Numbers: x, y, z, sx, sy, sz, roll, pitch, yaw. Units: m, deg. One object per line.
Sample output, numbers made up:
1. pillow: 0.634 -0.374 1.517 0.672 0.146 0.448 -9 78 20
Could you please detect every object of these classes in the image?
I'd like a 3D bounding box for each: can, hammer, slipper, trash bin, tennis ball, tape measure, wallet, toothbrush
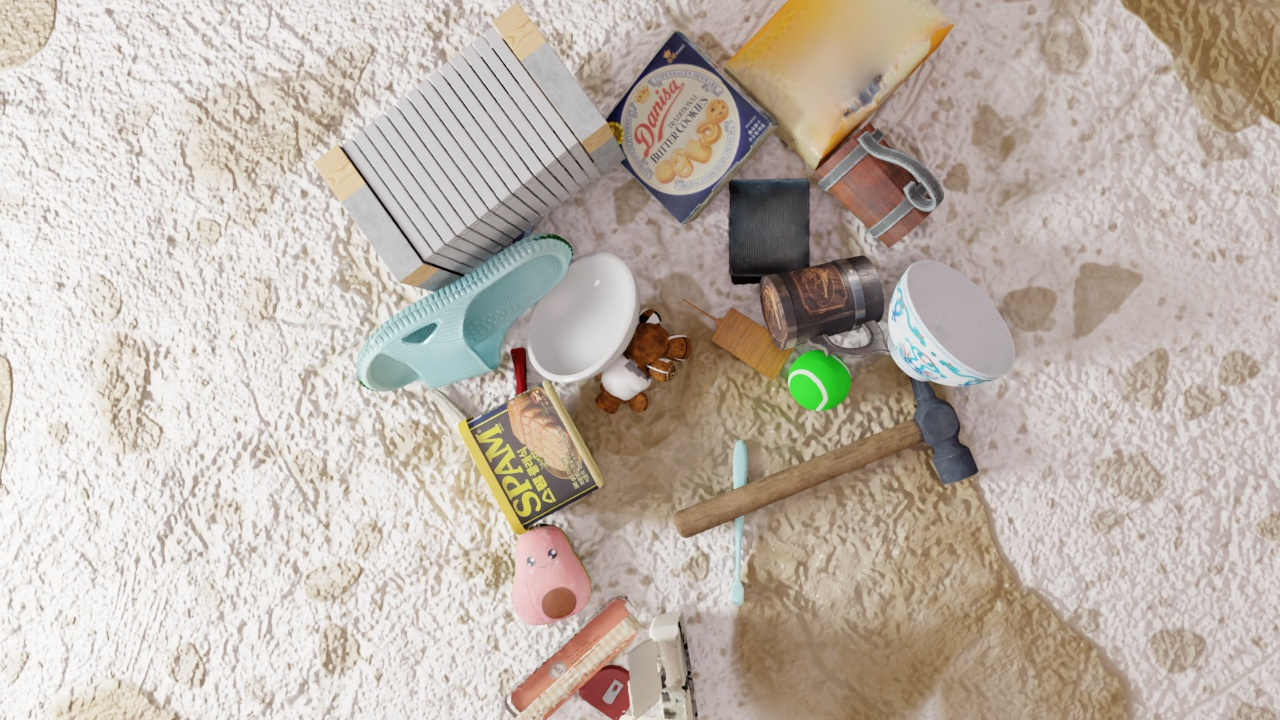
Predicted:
1. can: -0.115 0.101 0.985 0.104 0.075 0.135 -28 92 -1
2. hammer: 0.187 0.118 0.985 0.322 0.040 0.129 -22 84 2
3. slipper: -0.183 -0.037 0.976 0.276 0.116 0.069 -33 62 7
4. trash bin: -0.164 -0.201 0.926 0.247 0.142 0.142 -37 86 5
5. tennis ball: 0.190 0.021 0.977 0.065 0.065 0.065 0 90 4
6. tape measure: -0.035 0.363 1.017 0.059 0.019 0.051 33 93 4
7. wallet: 0.140 -0.142 1.001 0.089 0.026 0.115 -1 90 6
8. toothbrush: 0.108 0.178 1.009 0.016 0.016 0.180 1 89 6

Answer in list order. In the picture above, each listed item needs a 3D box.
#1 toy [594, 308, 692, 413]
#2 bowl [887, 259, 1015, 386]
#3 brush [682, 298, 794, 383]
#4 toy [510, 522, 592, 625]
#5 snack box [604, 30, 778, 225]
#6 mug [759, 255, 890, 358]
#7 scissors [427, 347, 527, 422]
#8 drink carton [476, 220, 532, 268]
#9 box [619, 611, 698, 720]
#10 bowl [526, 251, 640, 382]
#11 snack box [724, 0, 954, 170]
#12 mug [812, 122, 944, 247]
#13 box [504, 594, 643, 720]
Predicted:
1. toy: -0.006 0.006 0.998 0.087 0.067 0.113 41 111 21
2. bowl: 0.306 -0.025 0.952 0.144 0.143 0.074 46 133 3
3. brush: 0.104 -0.030 1.007 0.126 0.017 0.048 33 92 4
4. toy: -0.104 0.233 1.007 0.090 0.051 0.110 -17 88 3
5. snack box: 0.045 -0.245 0.975 0.145 0.042 0.145 44 117 3
6. mug: 0.194 -0.046 0.957 0.107 0.080 0.115 -14 69 -6
7. scissors: -0.158 0.077 1.030 0.179 0.015 0.198 13 92 3
8. drink carton: -0.152 -0.160 1.018 0.064 0.040 0.130 12 91 6
9. box: 0.017 0.342 0.932 0.080 0.180 0.143 -9 82 5
10. bowl: -0.053 -0.041 0.986 0.150 0.043 0.149 -18 59 32
11. snack box: 0.207 -0.324 0.968 0.145 0.080 0.195 45 93 3
12. mug: 0.252 -0.185 0.949 0.081 0.117 0.111 -43 90 -15
13. box: -0.076 0.335 1.006 0.187 0.057 0.067 -44 55 2
